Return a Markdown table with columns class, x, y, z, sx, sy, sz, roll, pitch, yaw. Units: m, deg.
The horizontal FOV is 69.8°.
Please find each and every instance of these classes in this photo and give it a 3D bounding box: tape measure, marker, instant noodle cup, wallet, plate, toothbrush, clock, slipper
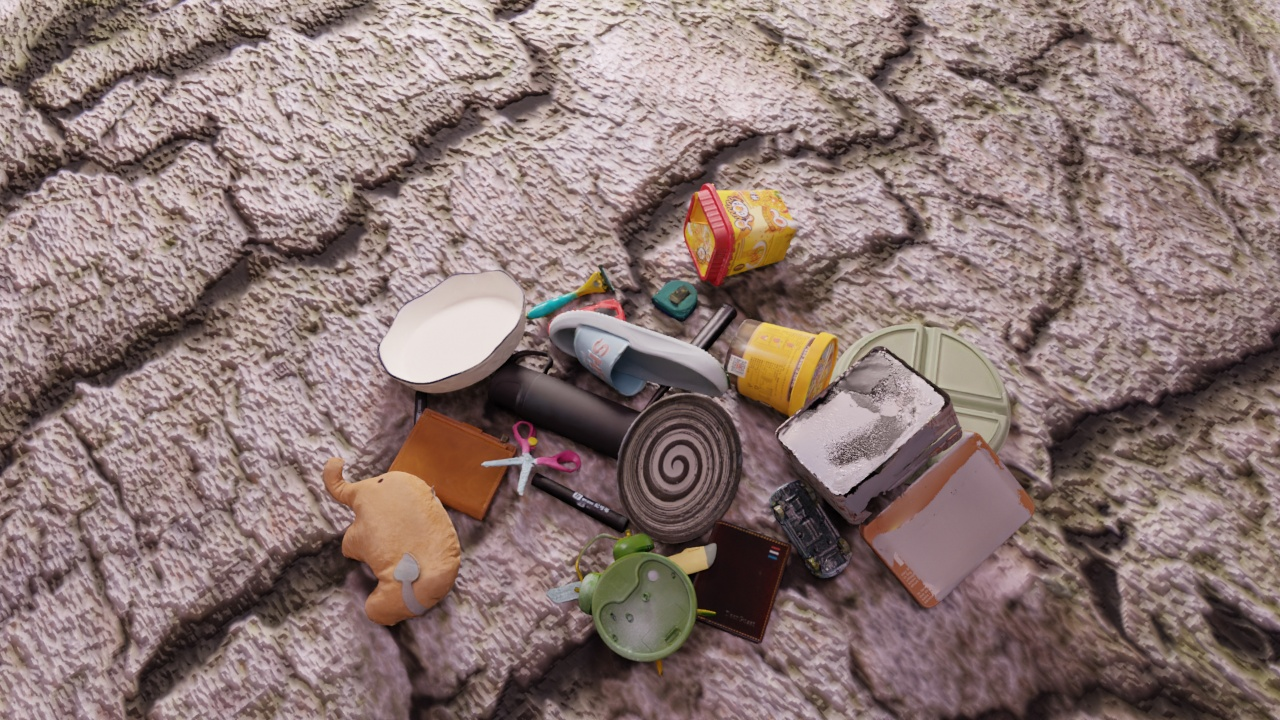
| class | x | y | z | sx | sy | sz | roll | pitch | yaw |
| --- | --- | --- | --- | --- | --- | --- | --- | --- | --- |
| tape measure | 0.050 | -0.085 | 1.258 | 0.058 | 0.025 | 0.054 | 35 | 69 | 19 |
| marker | -0.074 | 0.174 | 1.123 | 0.132 | 0.022 | 0.020 | 25 | 58 | 15 |
| instant noodle cup | 0.173 | 0.008 | 1.153 | 0.114 | 0.118 | 0.118 | 20 | 64 | 21 |
| wallet | -0.230 | 0.121 | 1.145 | 0.130 | 0.035 | 0.118 | 23 | 61 | 3 |
| marker | -0.284 | 0.092 | 1.183 | 0.018 | 0.015 | 0.123 | -5 | 61 | -2 |
| plate | 0.045 | 0.126 | 1.089 | 0.179 | 0.024 | 0.179 | -3 | 95 | -30 |
| plate | 0.356 | 0.049 | 1.168 | 0.230 | 0.027 | 0.229 | -1 | 60 | 2 |
| toothbrush | 0.057 | 0.007 | 1.206 | 0.027 | 0.026 | 0.212 | 33 | 71 | 18 |
| instant noodle cup | 0.137 | -0.177 | 1.263 | 0.123 | 0.116 | 0.116 | -10 | 60 | -17 |
| clock | -0.005 | 0.263 | 1.032 | 0.161 | 0.056 | 0.116 | 42 | 88 | 14 |
| wallet | 0.113 | 0.256 | 1.071 | 0.096 | 0.020 | 0.122 | 18 | 66 | 12 |
| slipper | -0.007 | 0.007 | 1.156 | 0.246 | 0.104 | 0.074 | 16 | 67 | 23 |
| plate | -0.240 | -0.036 | 1.201 | 0.205 | 0.045 | 0.204 | -14 | 43 | 13 |

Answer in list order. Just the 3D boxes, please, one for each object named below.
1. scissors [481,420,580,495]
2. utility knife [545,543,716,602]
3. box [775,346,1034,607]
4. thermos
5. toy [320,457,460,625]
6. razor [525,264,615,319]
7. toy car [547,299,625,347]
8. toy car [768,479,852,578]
| class | x | y | z | sx | sy | sz | roll | pitch | yaw |
| --- | --- | --- | --- | --- | --- | --- | --- | --- | --- |
| scissors | -0.131 | 0.123 | 1.132 | 0.131 | 0.017 | 0.133 | 18 | 33 | -10 |
| utility knife | -0.010 | 0.251 | 1.072 | 0.208 | 0.021 | 0.031 | -13 | 62 | -2 |
| box | 0.303 | 0.128 | 1.055 | 0.179 | 0.133 | 0.271 | -41 | 73 | -3 |
| thermos | -0.069 | 0.060 | 1.155 | 0.242 | 0.068 | 0.090 | 23 | 84 | 14 |
| toy | -0.296 | 0.196 | 1.085 | 0.143 | 0.082 | 0.226 | -34 | 64 | 0 |
| razor | -0.100 | -0.087 | 1.265 | 0.132 | 0.028 | 0.043 | -28 | 94 | -15 |
| toy car | -0.074 | -0.050 | 1.243 | 0.106 | 0.031 | 0.049 | -16 | 60 | -4 |
| toy car | 0.200 | 0.200 | 1.088 | 0.054 | 0.037 | 0.120 | -29 | 74 | -13 |
